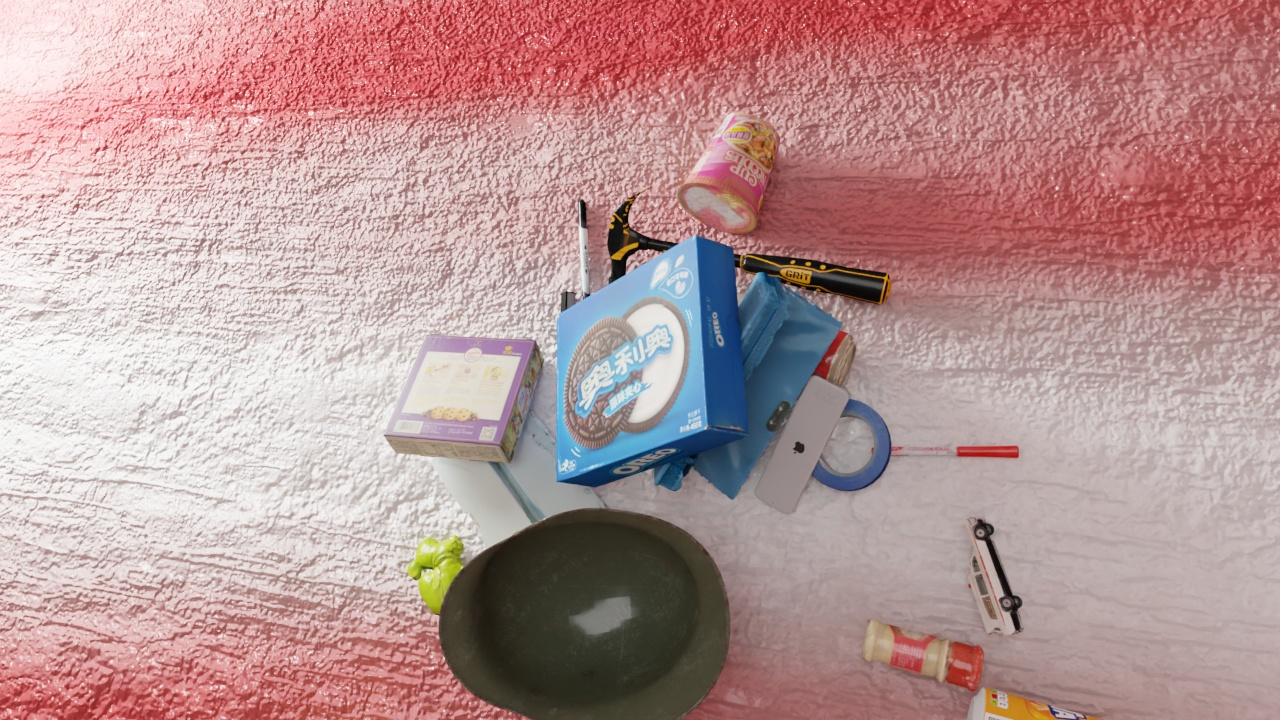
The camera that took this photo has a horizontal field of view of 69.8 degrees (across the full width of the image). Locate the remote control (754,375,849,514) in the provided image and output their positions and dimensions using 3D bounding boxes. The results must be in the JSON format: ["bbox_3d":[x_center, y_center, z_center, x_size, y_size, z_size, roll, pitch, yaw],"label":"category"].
[{"bbox_3d":[0.165,0.088,0.944,0.045,0.008,0.147,29,107,21],"label":"remote control"}]

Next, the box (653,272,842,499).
[{"bbox_3d":[0.109,0.037,0.933,0.102,0.094,0.232,26,110,-7],"label":"box"}]

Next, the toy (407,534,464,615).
[{"bbox_3d":[-0.217,0.240,1.022,0.094,0.036,0.093,-6,67,14],"label":"toy"}]

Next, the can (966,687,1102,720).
[{"bbox_3d":[0.363,0.347,0.809,0.142,0.079,0.079,11,78,18],"label":"can"}]

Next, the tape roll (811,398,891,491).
[{"bbox_3d":[0.212,0.087,0.947,0.091,0.016,0.093,37,95,25],"label":"tape roll"}]

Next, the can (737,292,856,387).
[{"bbox_3d":[0.141,-0.024,0.980,0.170,0.067,0.067,23,82,20],"label":"can"}]

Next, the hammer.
[{"bbox_3d":[0.115,-0.112,1.016,0.321,0.036,0.123,12,109,15],"label":"hammer"}]

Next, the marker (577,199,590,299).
[{"bbox_3d":[-0.067,-0.123,1.095,0.011,0.011,0.152,-8,73,13],"label":"marker"}]

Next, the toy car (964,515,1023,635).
[{"bbox_3d":[0.333,0.207,0.881,0.039,0.039,0.113,-27,67,29],"label":"toy car"}]

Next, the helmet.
[{"bbox_3d":[-0.059,0.239,0.905,0.267,0.154,0.227,-7,96,-5],"label":"helmet"}]

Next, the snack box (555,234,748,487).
[{"bbox_3d":[0.002,0.008,0.925,0.240,0.056,0.195,-26,59,46],"label":"snack box"}]

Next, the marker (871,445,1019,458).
[{"bbox_3d":[0.308,0.092,0.932,0.142,0.013,0.012,-1,74,15],"label":"marker"}]

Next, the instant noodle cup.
[{"bbox_3d":[0.106,-0.215,1.035,0.098,0.098,0.108,20,74,19],"label":"instant noodle cup"}]

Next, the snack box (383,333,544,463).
[{"bbox_3d":[-0.198,0.040,1.044,0.143,0.041,0.147,3,54,16],"label":"snack box"}]

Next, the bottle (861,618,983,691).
[{"bbox_3d":[0.268,0.279,0.874,0.109,0.044,0.044,11,78,19],"label":"bottle"}]

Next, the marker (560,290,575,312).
[{"bbox_3d":[-0.085,-0.012,1.066,0.016,0.016,0.140,-4,74,14],"label":"marker"}]

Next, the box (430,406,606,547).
[{"bbox_3d":[-0.140,0.143,1.028,0.136,0.049,0.197,-40,69,1],"label":"box"}]
